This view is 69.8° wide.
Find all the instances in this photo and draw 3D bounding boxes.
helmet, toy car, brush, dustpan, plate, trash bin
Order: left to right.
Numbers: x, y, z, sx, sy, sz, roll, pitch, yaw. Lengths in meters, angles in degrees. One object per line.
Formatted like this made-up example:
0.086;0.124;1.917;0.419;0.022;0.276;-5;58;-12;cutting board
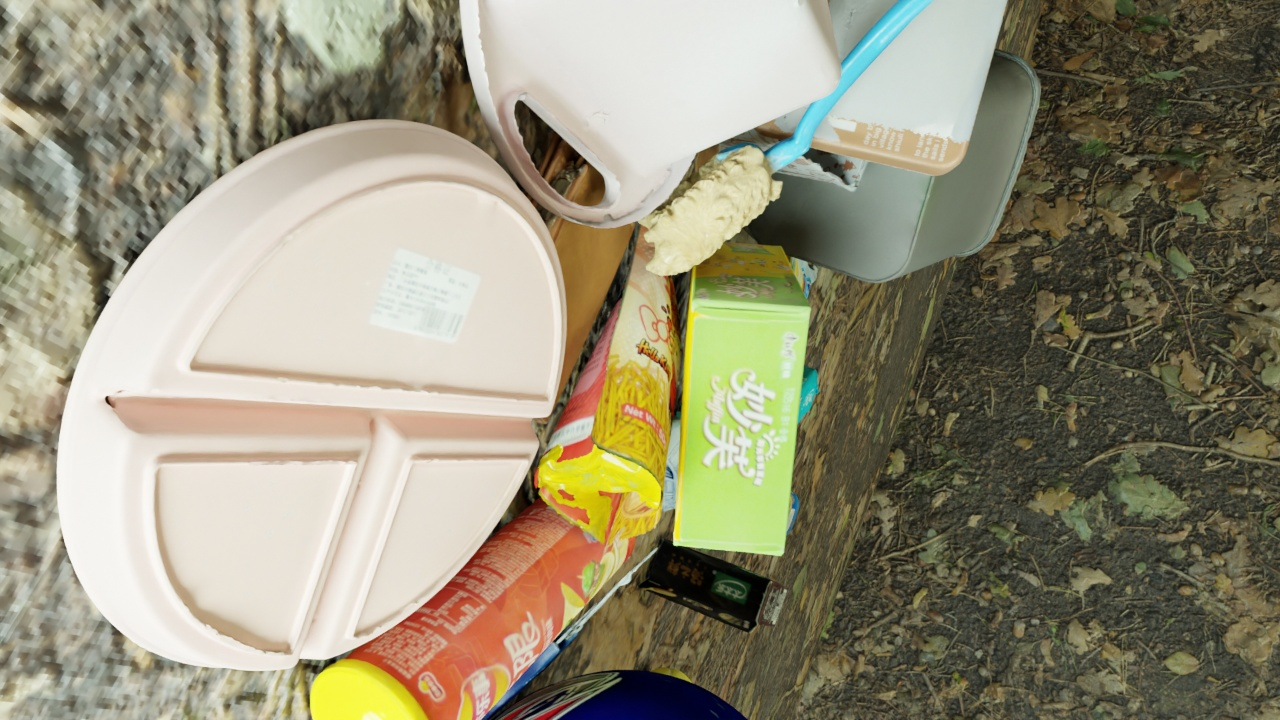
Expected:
-0.104;0.022;0.365;0.228;0.028;0.230;-37;140;-41;plate
-0.042;0.332;0.541;0.315;0.247;0.240;-41;137;-10;helmet
-0.001;-0.212;0.441;0.222;0.139;0.273;34;45;-56;dustpan
0.021;0.085;0.759;0.042;0.034;0.091;-44;144;-45;toy car
0.095;-0.140;0.508;0.255;0.046;0.083;-42;-168;17;brush
0.210;-0.180;0.804;0.219;0.199;0.199;-29;135;-52;trash bin

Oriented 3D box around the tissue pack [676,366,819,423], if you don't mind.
0.098;0.037;0.825;0.133;0.093;0.050;-39;138;-53;tissue pack

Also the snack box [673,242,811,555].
0.063;0.013;0.622;0.209;0.070;0.158;-79;172;-73;snack box

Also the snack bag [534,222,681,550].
-0.003;0.003;0.568;0.129;0.073;0.207;84;16;-44;snack bag

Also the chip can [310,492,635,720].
-0.079;0.137;0.506;0.216;0.073;0.073;-37;140;-56;chip can

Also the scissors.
-0.047;0.180;0.605;0.165;0.012;0.156;-42;170;-9;scissors

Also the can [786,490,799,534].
0.102;0.139;0.907;0.057;0.102;0.083;-70;161;-4;can

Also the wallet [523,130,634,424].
-0.049;-0.040;0.490;0.131;0.031;0.108;-68;159;-12;wallet

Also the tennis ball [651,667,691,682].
0.025;0.345;0.931;0.065;0.065;0.066;-50;149;-44;tennis ball

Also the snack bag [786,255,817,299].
0.151;-0.069;0.946;0.191;0.039;0.110;21;76;-69;snack bag

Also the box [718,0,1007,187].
0.149;-0.212;0.587;0.154;0.187;0.183;9;99;-53;box

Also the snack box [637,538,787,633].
0.072;0.216;0.875;0.053;0.113;0.125;-68;159;-11;snack box
